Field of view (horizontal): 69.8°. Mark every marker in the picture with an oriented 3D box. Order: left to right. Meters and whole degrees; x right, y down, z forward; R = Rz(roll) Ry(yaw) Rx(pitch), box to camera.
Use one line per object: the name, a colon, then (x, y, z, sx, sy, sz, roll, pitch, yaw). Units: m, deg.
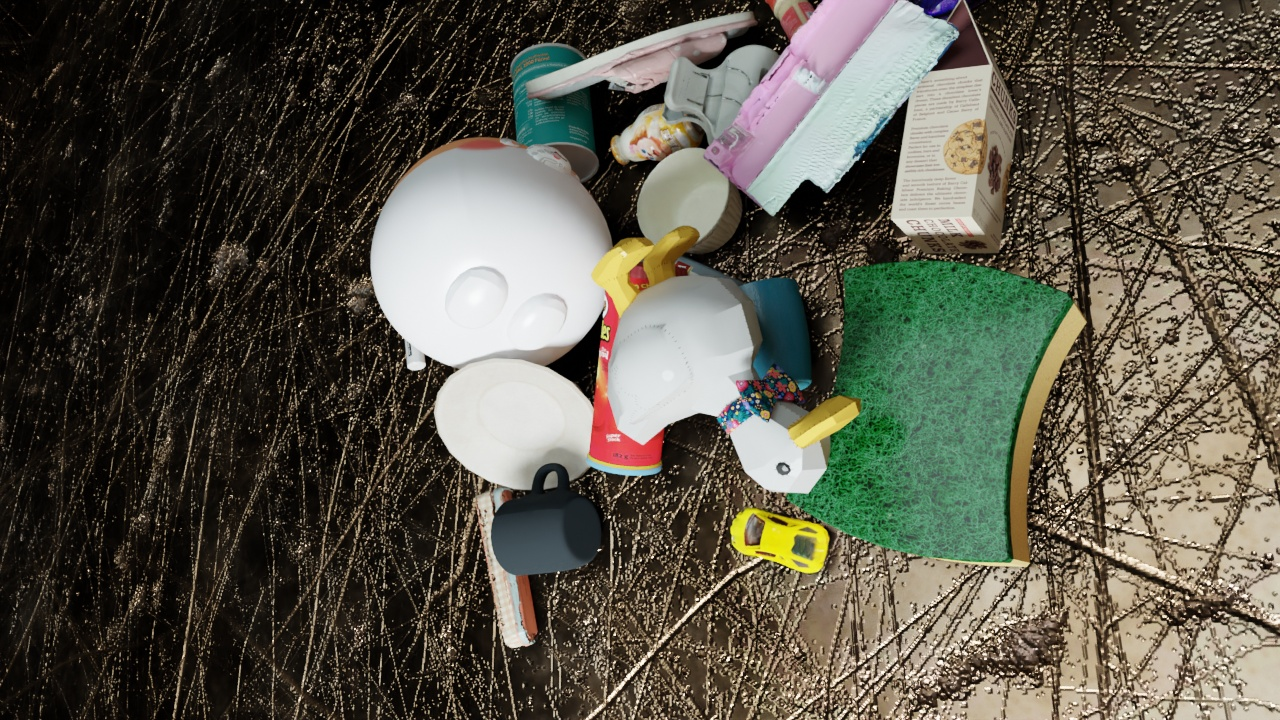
marker: (-0.313, -0.048, 1.260, 0.025, 0.025, 0.125, -24, 64, 28)

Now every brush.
brush: (0.255, 0.044, 0.802, 0.195, 0.075, 0.250, 12, 84, 37)

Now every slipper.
slipper: (0.002, -0.337, 1.048, 0.274, 0.114, 0.054, -16, 107, 6)

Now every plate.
plate: (-0.135, 0.069, 1.030, 0.189, 0.189, 0.027, -28, 27, 26)

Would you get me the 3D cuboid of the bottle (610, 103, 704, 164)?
bottle: (0.018, -0.261, 1.062, 0.109, 0.063, 0.063, -16, 68, 31)

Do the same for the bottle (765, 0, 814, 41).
bottle: (0.171, -0.372, 0.998, 0.044, 0.044, 0.109, -33, 61, 24)

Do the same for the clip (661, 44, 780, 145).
clip: (0.096, -0.278, 0.982, 0.147, 0.082, 0.125, 14, 80, -6)

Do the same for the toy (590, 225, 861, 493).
toy: (0.057, 0.012, 0.830, 0.247, 0.140, 0.267, -34, 81, 42)

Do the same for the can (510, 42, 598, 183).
can: (-0.107, -0.302, 1.139, 0.099, 0.099, 0.143, -18, 67, 30)

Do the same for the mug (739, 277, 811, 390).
mug: (0.114, -0.015, 0.912, 0.112, 0.084, 0.104, -18, 75, 23)

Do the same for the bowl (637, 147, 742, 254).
bowl: (0.060, -0.167, 1.006, 0.116, 0.062, 0.115, -10, 72, 33)

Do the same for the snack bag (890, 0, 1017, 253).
snack bag: (0.292, -0.211, 0.836, 0.070, 0.094, 0.206, 5, 80, 36)

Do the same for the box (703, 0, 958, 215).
box: (0.175, -0.246, 0.870, 0.231, 0.035, 0.159, -51, 45, 14)

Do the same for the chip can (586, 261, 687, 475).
chip can: (-0.006, 0.006, 0.957, 0.087, 0.086, 0.213, 14, 102, 37)

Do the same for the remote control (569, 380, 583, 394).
remote control: (-0.113, 0.069, 1.084, 0.114, 0.028, 0.060, -36, 59, 22)

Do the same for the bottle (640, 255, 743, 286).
bottle: (0.036, -0.081, 1.010, 0.161, 0.046, 0.072, 30, 95, 37)

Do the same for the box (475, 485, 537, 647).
box: (-0.157, 0.238, 1.057, 0.058, 0.053, 0.186, 116, 143, -58)

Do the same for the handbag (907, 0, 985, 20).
handbag: (0.298, -0.455, 0.880, 0.223, 0.125, 0.204, -19, 67, 28)

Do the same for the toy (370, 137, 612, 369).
toy: (-0.164, -0.128, 1.035, 0.266, 0.262, 0.280, -51, 34, 27)

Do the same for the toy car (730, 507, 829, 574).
toy car: (0.132, 0.172, 0.883, 0.107, 0.030, 0.049, 8, 83, 38)

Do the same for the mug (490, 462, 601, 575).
mug: (-0.101, 0.172, 1.013, 0.095, 0.085, 0.121, -13, 64, 31)
